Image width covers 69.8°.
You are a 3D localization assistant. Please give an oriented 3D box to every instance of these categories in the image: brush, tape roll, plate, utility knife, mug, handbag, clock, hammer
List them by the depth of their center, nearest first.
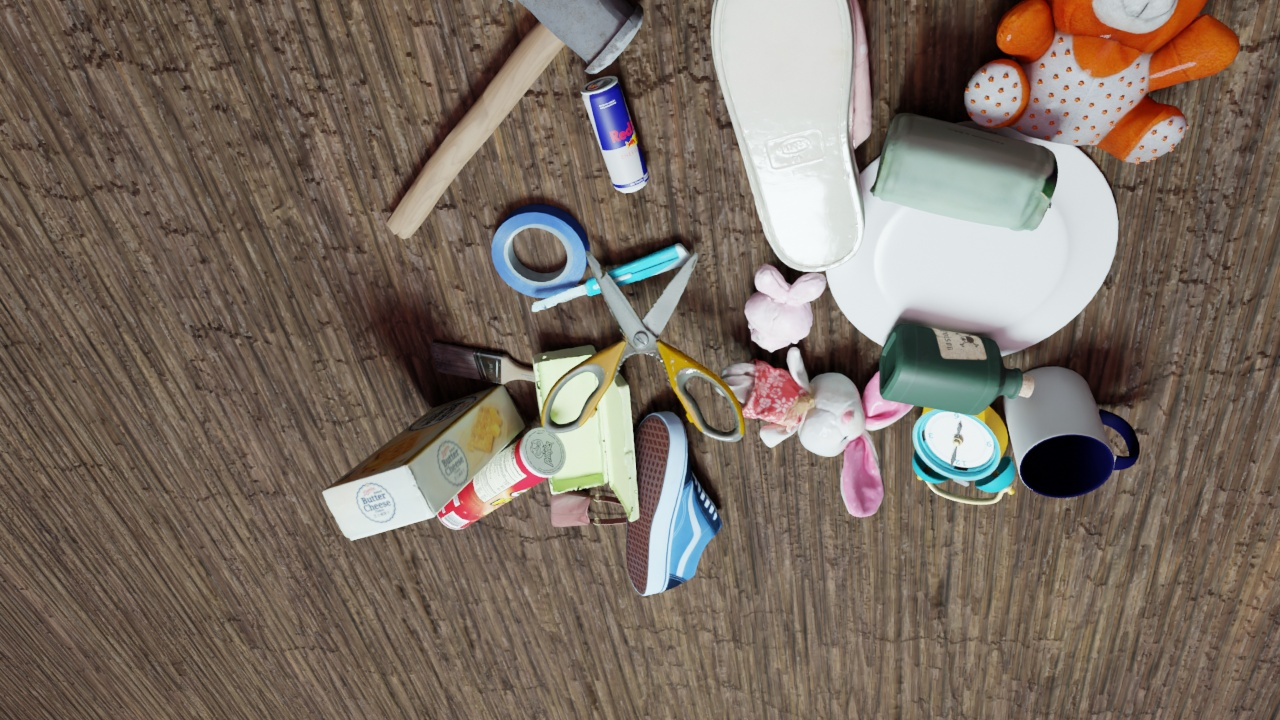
[{"bbox_3d":[0.244,-0.143,0.698,0.122,0.106,0.067,16,111,9],"label":"handbag"},{"bbox_3d":[-0.131,-0.210,0.778,0.098,0.052,0.329,38,128,-18],"label":"hammer"},{"bbox_3d":[0.284,-0.091,0.799,0.242,0.016,0.243,6,128,7],"label":"plate"},{"bbox_3d":[0.400,0.068,0.847,0.112,0.096,0.079,9,128,5],"label":"mug"},{"bbox_3d":[-0.029,-0.073,0.863,0.162,0.015,0.022,-20,119,15],"label":"utility knife"},{"bbox_3d":[-0.094,-0.102,0.868,0.091,0.016,0.093,3,128,10],"label":"tape roll"},{"bbox_3d":[0.315,0.088,0.902,0.099,0.043,0.130,6,124,36],"label":"clock"},{"bbox_3d":[-0.148,0.008,0.968,0.151,0.012,0.039,9,128,3],"label":"brush"},{"bbox_3d":[-0.044,0.174,1.069,0.119,0.029,0.055,4,126,2],"label":"handbag"}]

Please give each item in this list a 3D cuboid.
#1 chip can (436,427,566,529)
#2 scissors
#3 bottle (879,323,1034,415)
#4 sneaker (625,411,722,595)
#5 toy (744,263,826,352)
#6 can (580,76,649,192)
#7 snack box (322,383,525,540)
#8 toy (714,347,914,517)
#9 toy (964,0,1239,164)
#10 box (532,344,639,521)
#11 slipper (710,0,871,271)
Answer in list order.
[{"bbox_3d":[-0.159,0.135,1.012,0.052,0.051,0.215,37,139,-17],"label":"chip can"},{"bbox_3d":[-0.004,0.005,0.857,0.230,0.016,0.225,-36,92,14],"label":"scissors"},{"bbox_3d":[0.290,0.012,0.834,0.131,0.061,0.061,10,147,0],"label":"bottle"},{"bbox_3d":[0.042,0.151,1.016,0.098,0.083,0.242,-12,125,-24],"label":"sneaker"},{"bbox_3d":[0.129,-0.051,0.834,0.063,0.047,0.110,21,153,7],"label":"toy"},{"bbox_3d":[-0.020,-0.189,0.775,0.032,0.032,0.095,-9,125,18],"label":"can"},{"bbox_3d":[-0.209,0.096,0.923,0.104,0.207,0.057,-19,103,24],"label":"snack box"},{"bbox_3d":[0.167,0.046,0.886,0.194,0.084,0.159,23,90,-1],"label":"toy"},{"bbox_3d":[0.326,-0.229,0.637,0.164,0.092,0.173,14,127,2],"label":"toy"},{"bbox_3d":[-0.050,0.073,0.966,0.128,0.066,0.188,16,131,27],"label":"box"},{"bbox_3d":[0.125,-0.197,0.726,0.114,0.054,0.275,-5,123,15],"label":"slipper"}]
